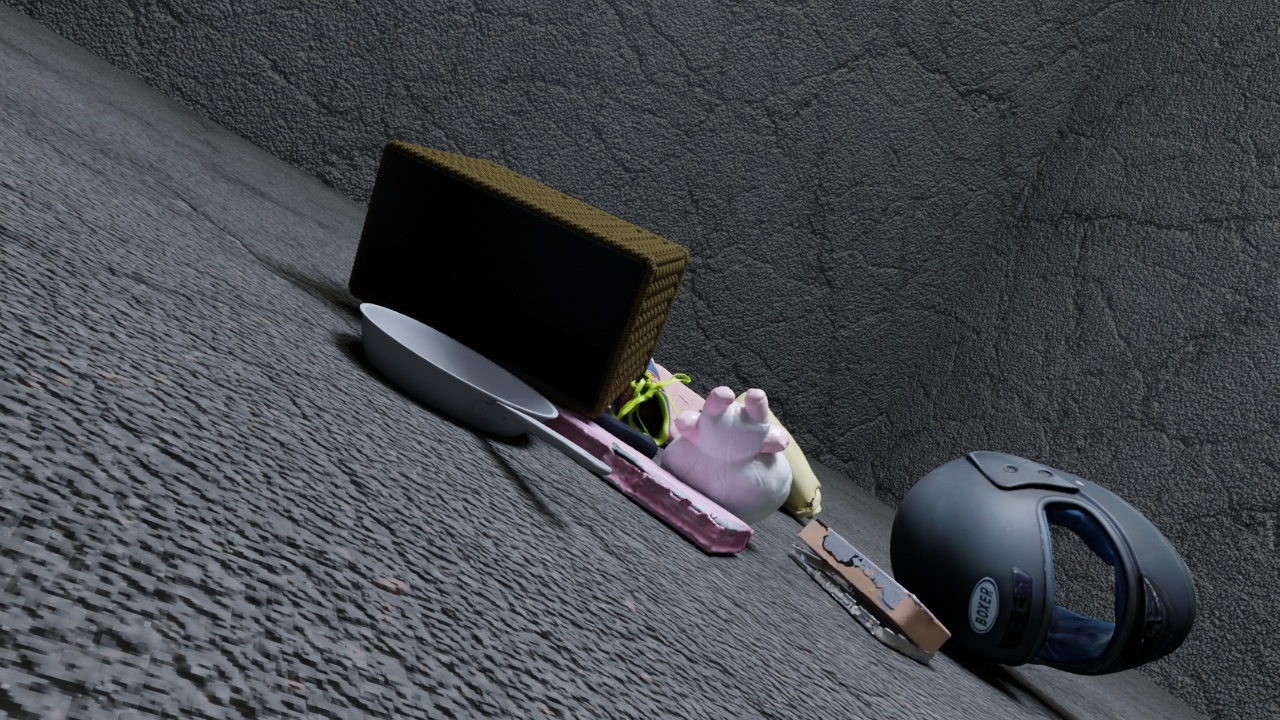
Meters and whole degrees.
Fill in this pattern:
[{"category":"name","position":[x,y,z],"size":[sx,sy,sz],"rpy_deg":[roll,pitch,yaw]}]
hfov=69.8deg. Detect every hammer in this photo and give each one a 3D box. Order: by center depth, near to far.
[{"category":"hammer","position":[-0.114,0.038,1.086],"size":[0.312,0.035,0.139],"rpy_deg":[30,4,-21]}]

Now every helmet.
[{"category":"helmet","position":[0.436,0.246,1.083],"size":[0.235,0.249,0.316],"rpy_deg":[-1,18,-21]}]

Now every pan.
[{"category":"pan","position":[-0.127,0.034,0.772],"size":[0.200,0.051,0.357],"rpy_deg":[29,3,-38]}]

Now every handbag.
[{"category":"handbag","position":[0.209,0.141,1.446],"size":[0.233,0.088,0.191],"rpy_deg":[53,-2,-28]}]

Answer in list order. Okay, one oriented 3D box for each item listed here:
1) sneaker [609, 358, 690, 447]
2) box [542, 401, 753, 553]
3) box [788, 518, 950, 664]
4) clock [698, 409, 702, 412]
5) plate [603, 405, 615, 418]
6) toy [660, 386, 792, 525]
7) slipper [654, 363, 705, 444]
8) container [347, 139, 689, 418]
[{"category":"sneaker","position":[-0.008,0.007,1.218],"size":[0.091,0.116,0.242],"rpy_deg":[-130,-162,-62]},{"category":"box","position":[0.000,0.112,0.899],"size":[0.233,0.037,0.098],"rpy_deg":[32,4,28]},{"category":"box","position":[0.240,0.241,0.982],"size":[0.081,0.063,0.216],"rpy_deg":[41,-1,-21]},{"category":"clock","position":[0.135,0.144,1.341],"size":[0.118,0.060,0.162],"rpy_deg":[32,-21,41]},{"category":"plate","position":[-0.055,0.007,1.303],"size":[0.014,0.156,0.157],"rpy_deg":[-18,-29,32]},{"category":"toy","position":[0.091,0.098,0.944],"size":[0.139,0.180,0.101],"rpy_deg":[8,37,5]},{"category":"slipper","position":[0.034,0.078,1.377],"size":[0.082,0.093,0.197],"rpy_deg":[1,-31,42]},{"category":"container","position":[-0.115,-0.100,1.015],"size":[0.321,0.177,0.204],"rpy_deg":[26,19,16]}]
